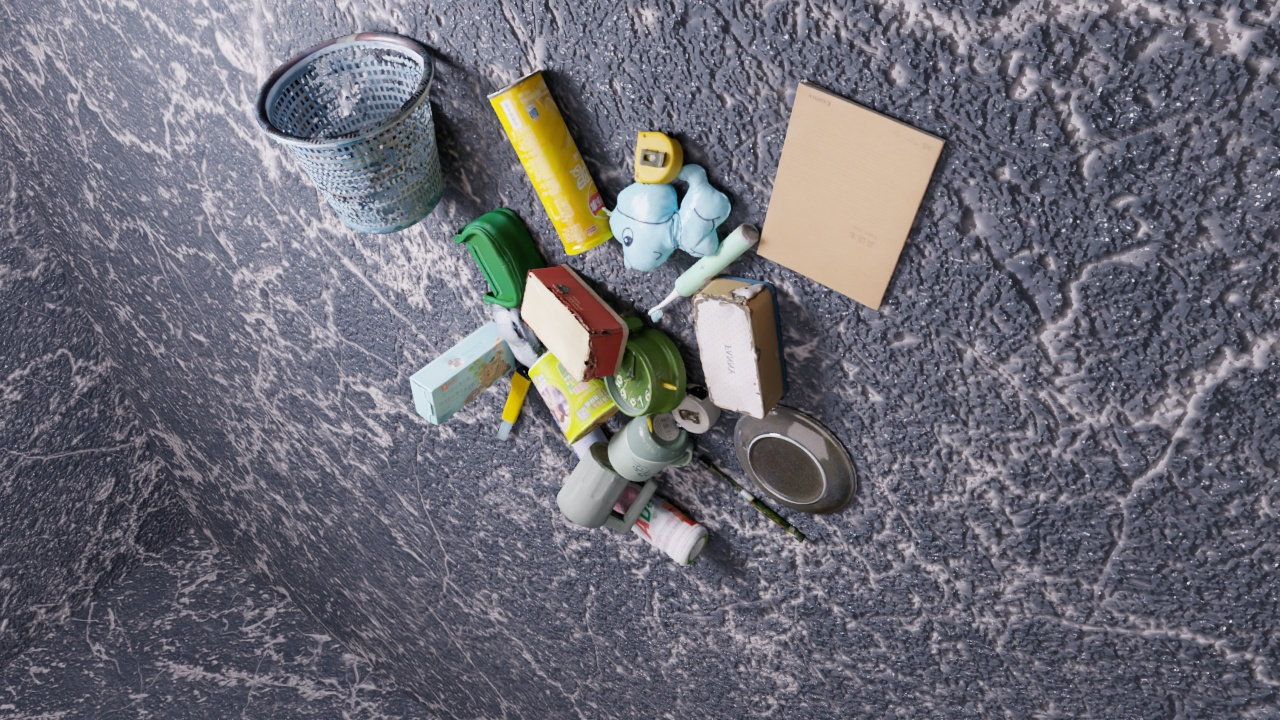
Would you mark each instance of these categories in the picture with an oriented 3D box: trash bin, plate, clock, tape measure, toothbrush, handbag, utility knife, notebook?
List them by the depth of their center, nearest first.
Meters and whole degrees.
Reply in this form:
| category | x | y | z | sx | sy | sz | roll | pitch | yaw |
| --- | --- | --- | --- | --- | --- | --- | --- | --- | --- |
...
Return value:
| category | x | y | z | sx | sy | sz | roll | pitch | yaw |
| --- | --- | --- | --- | --- | --- | --- | --- | --- | --- |
| notebook | 0.205 | -0.161 | 0.930 | 0.149 | 0.012 | 0.212 | 29 | 139 | 19 |
| tape measure | 0.018 | -0.224 | 1.017 | 0.057 | 0.028 | 0.060 | 12 | 100 | 36 |
| toothbrush | 0.067 | -0.100 | 1.099 | 0.225 | 0.026 | 0.027 | -37 | 75 | 52 |
| plate | 0.194 | 0.136 | 1.194 | 0.179 | 0.024 | 0.180 | 26 | 138 | 25 |
| trash bin | -0.358 | -0.284 | 1.210 | 0.227 | 0.226 | 0.195 | 26 | 151 | 25 |
| clock | -0.007 | 0.007 | 1.222 | 0.161 | 0.056 | 0.116 | 52 | 138 | 25 |
| tape measure | 0.073 | 0.065 | 1.236 | 0.066 | 0.033 | 0.066 | 7 | 129 | 40 |
| handbag | -0.201 | -0.139 | 1.285 | 0.120 | 0.067 | 0.131 | -8 | 117 | 48 |
| toothbrush | 0.153 | 0.195 | 1.290 | 0.186 | 0.017 | 0.012 | 38 | 105 | 11 |
| utility knife | -0.213 | 0.075 | 1.527 | 0.033 | 0.015 | 0.216 | 38 | 139 | 9 |

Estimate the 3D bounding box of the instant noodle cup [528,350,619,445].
| category | x | y | z | sx | sy | sz | roll | pitch | yaw |
| --- | --- | --- | --- | --- | --- | --- | --- | --- | --- |
| instant noodle cup | -0.095 | 0.040 | 1.322 | 0.123 | 0.111 | 0.112 | 51 | 143 | 6 |

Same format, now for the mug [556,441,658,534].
| category | x | y | z | sx | sy | sz | roll | pitch | yaw |
| --- | --- | --- | --- | --- | --- | --- | --- | --- | --- |
| mug | -0.048 | 0.193 | 1.369 | 0.124 | 0.083 | 0.104 | 27 | 114 | -9 |

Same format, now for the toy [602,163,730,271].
| category | x | y | z | sx | sy | sz | roll | pitch | yaw |
| --- | --- | --- | --- | --- | --- | --- | --- | --- | --- |
| toy | 0.025 | -0.163 | 1.066 | 0.156 | 0.049 | 0.162 | 33 | 127 | 23 |

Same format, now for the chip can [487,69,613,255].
| category | x | y | z | sx | sy | sz | roll | pitch | yaw |
| --- | --- | --- | --- | --- | --- | --- | --- | --- | --- |
| chip can | -0.104 | -0.235 | 1.105 | 0.072 | 0.071 | 0.213 | -6 | 119 | 46 |

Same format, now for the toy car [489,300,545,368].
| category | x | y | z | sx | sy | sz | roll | pitch | yaw |
| --- | --- | --- | --- | --- | --- | --- | --- | --- | --- |
| toy car | -0.185 | -0.038 | 1.387 | 0.054 | 0.036 | 0.121 | 2 | 127 | 42 |

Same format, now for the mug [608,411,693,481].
| category | x | y | z | sx | sy | sz | roll | pitch | yaw |
| --- | --- | --- | --- | --- | --- | --- | --- | --- | --- |
| mug | 0.026 | 0.121 | 1.302 | 0.111 | 0.082 | 0.107 | 22 | 146 | -18 |

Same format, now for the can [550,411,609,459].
| category | x | y | z | sx | sy | sz | roll | pitch | yaw |
| --- | --- | --- | --- | --- | --- | --- | --- | --- | --- |
| can | -0.083 | 0.120 | 1.416 | 0.053 | 0.053 | 0.134 | -11 | 115 | 48 |

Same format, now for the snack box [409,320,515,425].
| category | x | y | z | sx | sy | sz | roll | pitch | yaw |
| --- | --- | --- | --- | --- | --- | --- | --- | --- | --- |
| snack box | -0.268 | 0.018 | 1.402 | 0.052 | 0.174 | 0.074 | 29 | 140 | 26 |

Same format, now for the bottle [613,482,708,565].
| category | x | y | z | sx | sy | sz | roll | pitch | yaw |
| --- | --- | --- | --- | --- | --- | --- | --- | --- | --- |
| bottle | 0.010 | 0.240 | 1.428 | 0.197 | 0.068 | 0.068 | 31 | 140 | 24 |

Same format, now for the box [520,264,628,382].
| category | x | y | z | sx | sy | sz | roll | pitch | yaw |
| --- | --- | --- | --- | --- | --- | --- | --- | --- | --- |
| box | -0.097 | -0.048 | 1.209 | 0.168 | 0.076 | 0.091 | 46 | 135 | 37 |

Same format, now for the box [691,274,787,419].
| category | x | y | z | sx | sy | sz | roll | pitch | yaw |
| --- | --- | --- | --- | --- | --- | --- | --- | --- | --- |
| box | 0.122 | -0.010 | 1.104 | 0.090 | 0.061 | 0.184 | 17 | 135 | 34 |
